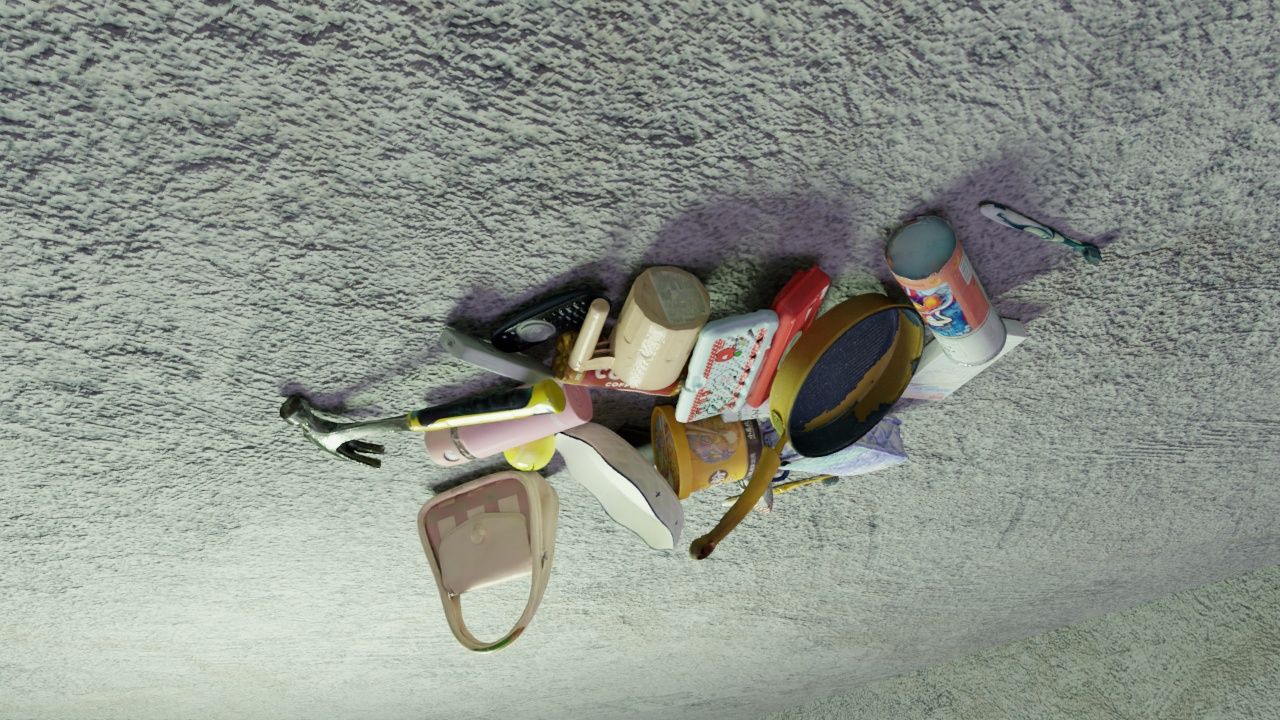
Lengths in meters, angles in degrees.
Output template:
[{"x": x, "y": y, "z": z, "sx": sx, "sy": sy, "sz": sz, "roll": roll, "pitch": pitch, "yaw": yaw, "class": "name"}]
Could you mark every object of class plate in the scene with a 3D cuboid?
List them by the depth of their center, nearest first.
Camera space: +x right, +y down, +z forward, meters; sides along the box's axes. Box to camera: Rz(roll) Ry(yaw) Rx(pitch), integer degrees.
[{"x": -0.023, "y": 0.153, "z": 1.145, "sx": 0.045, "sy": 0.205, "sz": 0.205, "roll": -43, "pitch": 158, "yaw": -20, "class": "plate"}]

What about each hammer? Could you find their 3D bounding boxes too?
[{"x": -0.229, "y": 0.064, "z": 1.001, "sx": 0.324, "sy": 0.031, "sz": 0.126, "roll": -10, "pitch": 142, "yaw": 22, "class": "hammer"}]

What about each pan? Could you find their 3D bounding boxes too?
[{"x": 0.172, "y": 0.074, "z": 0.971, "sx": 0.357, "sy": 0.078, "sz": 0.198, "roll": -37, "pitch": 140, "yaw": -10, "class": "pan"}]

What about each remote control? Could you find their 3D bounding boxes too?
[{"x": -0.091, "y": -0.044, "z": 0.923, "sx": 0.137, "sy": 0.024, "sz": 0.053, "roll": -22, "pitch": 150, "yaw": 24, "class": "remote control"}, {"x": -0.143, "y": 0.002, "z": 0.961, "sx": 0.135, "sy": 0.056, "sz": 0.019, "roll": 22, "pitch": 99, "yaw": -42, "class": "remote control"}]

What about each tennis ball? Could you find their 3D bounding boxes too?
[{"x": -0.137, "y": 0.102, "z": 1.123, "sx": 0.065, "sy": 0.065, "sz": 0.066, "roll": -6, "pitch": 150, "yaw": -4, "class": "tennis ball"}]

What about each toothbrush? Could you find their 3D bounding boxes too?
[{"x": 0.400, "y": -0.124, "z": 0.909, "sx": 0.191, "sy": 0.018, "sz": 0.016, "roll": 12, "pitch": 145, "yaw": -31, "class": "toothbrush"}, {"x": 0.218, "y": 0.206, "z": 1.434, "sx": 0.192, "sy": 0.018, "sz": 0.016, "roll": -17, "pitch": 147, "yaw": 15, "class": "toothbrush"}]

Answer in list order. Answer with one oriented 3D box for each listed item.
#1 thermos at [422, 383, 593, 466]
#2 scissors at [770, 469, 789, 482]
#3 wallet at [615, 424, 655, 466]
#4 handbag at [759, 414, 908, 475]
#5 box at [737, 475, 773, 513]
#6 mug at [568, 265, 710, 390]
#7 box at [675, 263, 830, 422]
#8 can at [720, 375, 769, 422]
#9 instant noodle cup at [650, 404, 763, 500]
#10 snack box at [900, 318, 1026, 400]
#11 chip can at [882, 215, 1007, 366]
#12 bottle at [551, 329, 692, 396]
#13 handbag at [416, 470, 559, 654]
[{"x": -0.160, "y": 0.063, "z": 1.057, "sx": 0.199, "sy": 0.067, "sz": 0.087, "roll": -18, "pitch": 127, "yaw": 20, "class": "thermos"}, {"x": 0.144, "y": 0.104, "z": 1.229, "sx": 0.132, "sy": 0.012, "sz": 0.172, "roll": -42, "pitch": 114, "yaw": -6, "class": "scissors"}, {"x": -0.011, "y": 0.124, "z": 1.239, "sx": 0.096, "sy": 0.020, "sz": 0.123, "roll": 11, "pitch": 143, "yaw": -29, "class": "wallet"}, {"x": 0.251, "y": 0.105, "z": 1.189, "sx": 0.134, "sy": 0.075, "sz": 0.193, "roll": -22, "pitch": 156, "yaw": 35, "class": "handbag"}, {"x": 0.161, "y": 0.174, "z": 1.323, "sx": 0.052, "sy": 0.068, "sz": 0.164, "roll": -22, "pitch": 146, "yaw": 7, "class": "box"}, {"x": -0.002, "y": -0.031, "z": 0.904, "sx": 0.124, "sy": 0.084, "sz": 0.104, "roll": -5, "pitch": 149, "yaw": -21, "class": "mug"}, {"x": 0.116, "y": -0.005, "z": 0.955, "sx": 0.161, "sy": 0.058, "sz": 0.201, "roll": -29, "pitch": 156, "yaw": -21, "class": "box"}, {"x": 0.164, "y": 0.036, "z": 1.088, "sx": 0.147, "sy": 0.058, "sz": 0.058, "roll": -8, "pitch": 150, "yaw": 0, "class": "can"}, {"x": 0.083, "y": 0.106, "z": 1.142, "sx": 0.114, "sy": 0.118, "sz": 0.119, "roll": -9, "pitch": 151, "yaw": -14, "class": "instant noodle cup"}, {"x": 0.377, "y": -0.001, "z": 1.106, "sx": 0.084, "sy": 0.026, "sz": 0.157, "roll": 6, "pitch": 147, "yaw": -24, "class": "snack box"}, {"x": 0.315, "y": -0.066, "z": 0.936, "sx": 0.071, "sy": 0.071, "sz": 0.214, "roll": -22, "pitch": 147, "yaw": 23, "class": "chip can"}, {"x": -0.006, "y": 0.006, "z": 0.996, "sx": 0.174, "sy": 0.057, "sz": 0.058, "roll": 8, "pitch": 146, "yaw": -26, "class": "bottle"}, {"x": -0.201, "y": 0.276, "z": 1.239, "sx": 0.194, "sy": 0.233, "sz": 0.093, "roll": -20, "pitch": 150, "yaw": 21, "class": "handbag"}]
